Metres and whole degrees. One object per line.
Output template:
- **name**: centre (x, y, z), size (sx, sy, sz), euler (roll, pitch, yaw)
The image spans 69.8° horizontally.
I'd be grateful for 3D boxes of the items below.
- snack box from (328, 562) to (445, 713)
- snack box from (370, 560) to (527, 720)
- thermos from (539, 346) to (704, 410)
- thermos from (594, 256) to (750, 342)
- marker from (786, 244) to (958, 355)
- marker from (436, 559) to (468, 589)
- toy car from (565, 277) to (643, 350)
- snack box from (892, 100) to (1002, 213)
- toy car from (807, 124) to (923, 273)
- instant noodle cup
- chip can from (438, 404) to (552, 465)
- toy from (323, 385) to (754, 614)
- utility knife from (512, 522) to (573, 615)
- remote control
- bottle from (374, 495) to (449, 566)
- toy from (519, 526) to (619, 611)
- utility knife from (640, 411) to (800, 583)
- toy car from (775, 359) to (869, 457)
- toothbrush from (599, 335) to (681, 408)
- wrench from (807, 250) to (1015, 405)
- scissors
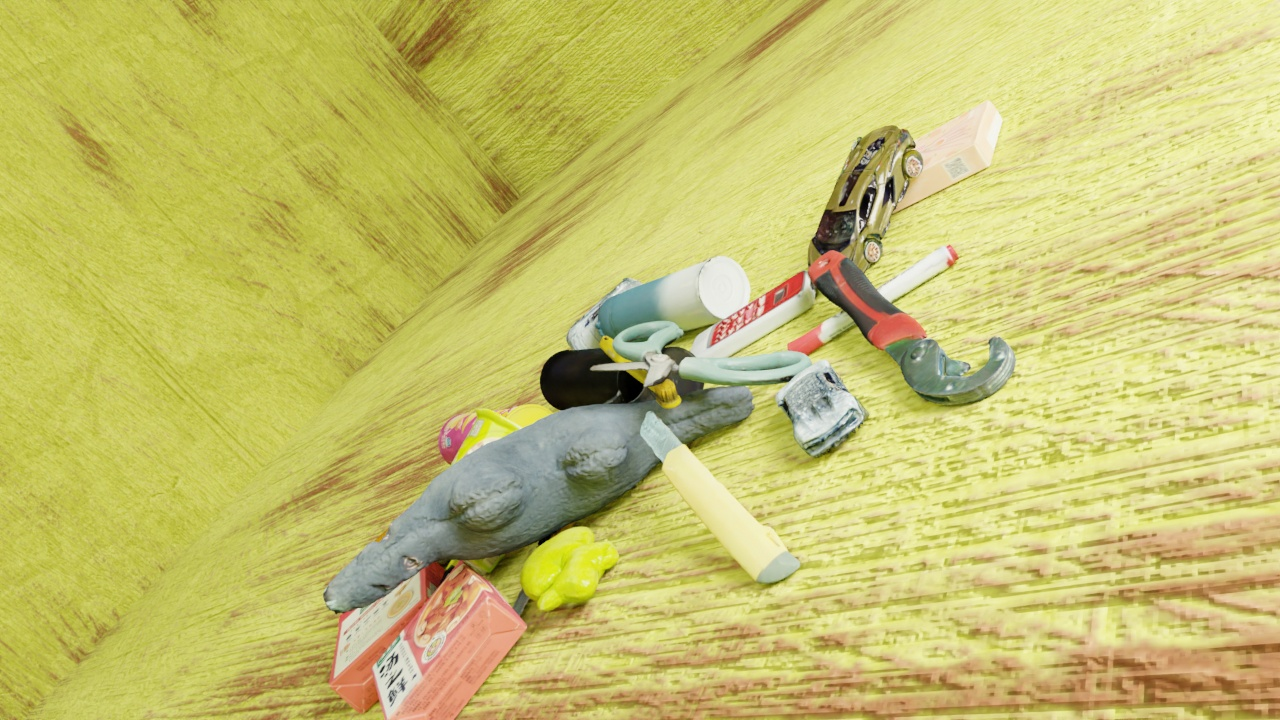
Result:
- **snack box**: centre (-0.225, 0.239, 0.841), size (0.113, 0.044, 0.127), euler (-43, 18, -1)
- **snack box**: centre (-0.155, 0.222, 0.718), size (0.113, 0.044, 0.127), euler (-51, 19, -12)
- **thermos**: centre (-0.034, 0.024, 0.896), size (0.089, 0.068, 0.243), euler (-29, 11, -24)
- **thermos**: centre (0.027, -0.059, 0.986), size (0.070, 0.070, 0.221), euler (-50, 19, -26)
- **marker**: centre (0.176, -0.043, 0.705), size (0.145, 0.017, 0.017), euler (-34, 19, 24)
- **marker**: centre (-0.172, 0.200, 0.831), size (0.015, 0.018, 0.124), euler (-40, 6, 2)
- **toy car**: centre (-0.036, -0.048, 1.112), size (0.120, 0.054, 0.037), euler (-44, 14, -12)
- **snack box**: centre (0.250, -0.173, 0.844), size (0.158, 0.026, 0.084), euler (-25, 24, 43)
- **toy car**: centre (0.192, -0.134, 0.801), size (0.070, 0.042, 0.158), euler (6, 69, 58)
- **instant noodle cup**: centre (-0.140, 0.125, 0.846), size (0.123, 0.111, 0.112), euler (-55, 21, -17)
- **chip can**: centre (-0.161, 0.090, 1.020), size (0.071, 0.071, 0.211), euler (-50, 18, -24)
- **toy**: centre (-0.082, 0.099, 0.736), size (0.356, 0.091, 0.138), euler (-25, 6, -10)
- **utility knife**: centre (-0.073, 0.150, 0.779), size (0.033, 0.015, 0.215), euler (-30, 22, 39)
- **remote control**: centre (0.101, -0.036, 0.843), size (0.136, 0.020, 0.055), euler (-32, 21, 29)
- **bottle**: centre (-0.217, 0.178, 0.932), size (0.189, 0.068, 0.068), euler (-43, 17, -2)
- **toy**: centre (-0.059, 0.158, 0.699), size (0.100, 0.031, 0.096), euler (-18, 18, 40)
- **utility knife**: centre (0.041, 0.084, 0.604), size (0.031, 0.021, 0.204), euler (-45, 39, 0)
- **toy car**: centre (0.120, 0.029, 0.629), size (0.049, 0.031, 0.105), euler (-38, 17, 9)
- **toothbrush**: centre (-0.005, 0.005, 0.773), size (0.015, 0.016, 0.190), euler (-21, 20, -12)
- **wrench**: centre (0.173, -0.032, 0.647), size (0.056, 0.016, 0.273), euler (-42, 23, 6)
- **scissors**: centre (0.044, -0.006, 0.739), size (0.171, 0.019, 0.169), euler (-2, 18, -3)
